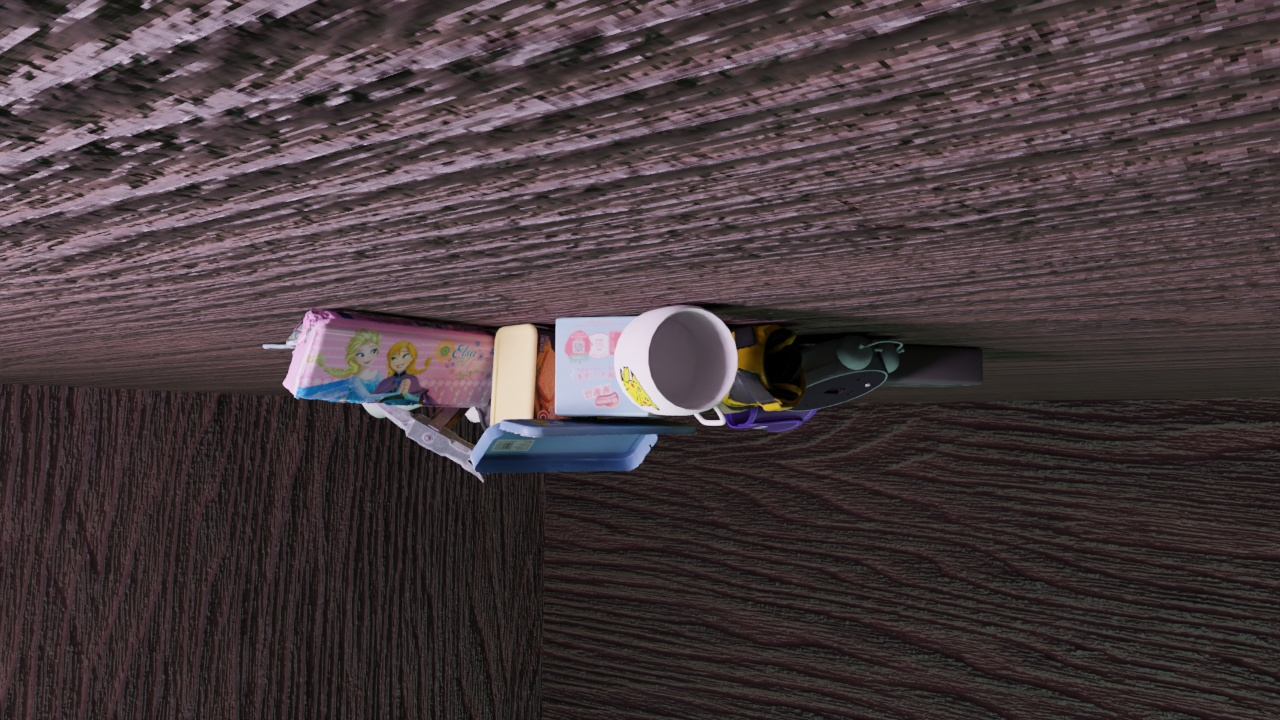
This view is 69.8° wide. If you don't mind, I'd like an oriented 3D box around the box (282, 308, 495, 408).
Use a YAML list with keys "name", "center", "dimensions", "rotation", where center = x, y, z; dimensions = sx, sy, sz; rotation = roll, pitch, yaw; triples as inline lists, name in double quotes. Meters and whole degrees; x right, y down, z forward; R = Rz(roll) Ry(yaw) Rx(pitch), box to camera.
- name: "box"
  center: [-0.244, -0.005, 0.918]
  dimensions: [0.071, 0.085, 0.230]
  rotation: [32, -163, 37]

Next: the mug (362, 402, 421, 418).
- name: "mug"
  center: [-0.277, 0.014, 1.128]
  dimensions: [0.104, 0.084, 0.111]
  rotation: [-15, -172, 15]

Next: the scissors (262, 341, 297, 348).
- name: "scissors"
  center: [-0.391, -0.017, 1.151]
  dimensions: [0.170, 0.013, 0.177]
  rotation: [4, 177, -5]

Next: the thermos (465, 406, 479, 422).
- name: "thermos"
  center: [-0.161, 0.035, 1.302]
  dimensions: [0.220, 0.099, 0.099]
  rotation: [-4, 175, 10]

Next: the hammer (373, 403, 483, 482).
- name: "hammer"
  center: [-0.200, 0.034, 1.060]
  dimensions: [0.147, 0.028, 0.316]
  rotation: [30, -165, -3]

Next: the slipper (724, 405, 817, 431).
- name: "slipper"
  center: [0.191, 0.052, 1.189]
  dimensions: [0.266, 0.084, 0.107]
  rotation: [-6, -168, -19]

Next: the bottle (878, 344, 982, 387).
- name: "bottle"
  center: [0.327, 0.007, 1.142]
  dimensions: [0.173, 0.046, 0.084]
  rotation: [2, 175, -18]

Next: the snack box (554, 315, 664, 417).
- name: "snack box"
  center: [-0.028, 0.008, 0.892]
  dimensions: [0.093, 0.094, 0.079]
  rotation: [-1, 175, 13]

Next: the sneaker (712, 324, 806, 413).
- name: "sneaker"
  center: [0.121, 0.012, 0.967]
  dimensions: [0.122, 0.086, 0.238]
  rotation: [0, 174, 25]

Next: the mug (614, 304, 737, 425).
- name: "mug"
  center: [0.035, 0.009, 0.792]
  dimensions: [0.094, 0.115, 0.068]
  rotation: [-38, -166, -22]

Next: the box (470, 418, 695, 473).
- name: "box"
  center: [-0.054, 0.075, 0.904]
  dimensions: [0.209, 0.043, 0.125]
  rotation: [3, 155, -40]

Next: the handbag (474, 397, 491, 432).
- name: "handbag"
  center: [-0.129, 0.066, 1.192]
  dimensions: [0.154, 0.115, 0.125]
  rotation: [-10, -160, 11]

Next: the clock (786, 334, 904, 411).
- name: "clock"
  center: [0.224, 0.011, 1.040]
  dimensions: [0.122, 0.045, 0.160]
  rotation: [5, 152, -42]

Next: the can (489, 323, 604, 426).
- name: "can"
  center: [-0.097, 0.030, 0.965]
  dimensions: [0.073, 0.130, 0.101]
  rotation: [-4, 171, 43]
